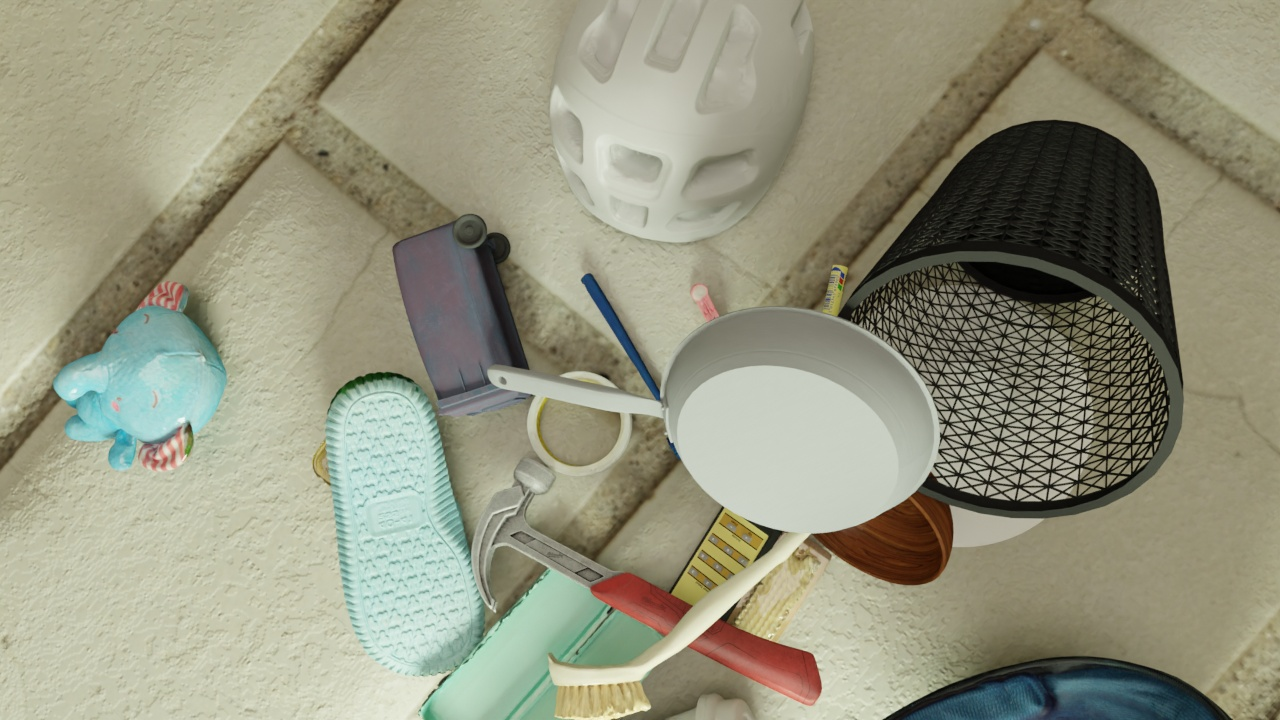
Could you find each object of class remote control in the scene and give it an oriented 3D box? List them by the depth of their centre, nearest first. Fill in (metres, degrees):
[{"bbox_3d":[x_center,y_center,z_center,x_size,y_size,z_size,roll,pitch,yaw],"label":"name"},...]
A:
[{"bbox_3d":[0.076,0.170,0.795,0.058,0.013,0.133,31,89,40],"label":"remote control"}]

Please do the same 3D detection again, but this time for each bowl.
[{"bbox_3d":[0.196,0.107,0.751,0.147,0.148,0.068,42,61,7],"label":"bowl"}]

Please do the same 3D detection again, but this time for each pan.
[{"bbox_3d":[0.034,0.043,0.681,0.357,0.050,0.201,6,129,20],"label":"pan"}]

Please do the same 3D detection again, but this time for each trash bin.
[{"bbox_3d":[0.278,-0.049,0.671,0.217,0.218,0.242,30,48,7],"label":"trash bin"},{"bbox_3d":[-0.149,-0.035,0.811,0.092,0.093,0.161,-18,86,4],"label":"trash bin"}]

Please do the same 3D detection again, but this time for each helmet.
[{"bbox_3d":[0.304,0.373,0.658,0.316,0.248,0.236,-20,113,3],"label":"helmet"},{"bbox_3d":[0.041,-0.255,0.806,0.224,0.184,0.281,26,68,3],"label":"helmet"}]

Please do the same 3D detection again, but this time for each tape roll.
[{"bbox_3d":[-0.055,0.057,0.829,0.094,0.019,0.094,0,85,6],"label":"tape roll"}]

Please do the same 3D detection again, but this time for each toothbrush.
[{"bbox_3d":[-0.005,0.005,0.830,0.017,0.016,0.190,-31,83,9],"label":"toothbrush"}]

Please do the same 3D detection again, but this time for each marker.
[{"bbox_3d":[0.163,-0.019,0.815,0.014,0.014,0.132,13,87,7],"label":"marker"}]

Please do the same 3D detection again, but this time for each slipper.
[{"bbox_3d":[-0.208,0.143,0.793,0.115,0.069,0.276,-13,102,-23],"label":"slipper"}]

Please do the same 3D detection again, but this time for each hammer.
[{"bbox_3d":[0.002,0.203,0.764,0.316,0.036,0.126,25,69,15],"label":"hammer"}]

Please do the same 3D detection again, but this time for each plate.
[{"bbox_3d":[0.275,0.046,0.790,0.229,0.030,0.229,0,85,6],"label":"plate"}]

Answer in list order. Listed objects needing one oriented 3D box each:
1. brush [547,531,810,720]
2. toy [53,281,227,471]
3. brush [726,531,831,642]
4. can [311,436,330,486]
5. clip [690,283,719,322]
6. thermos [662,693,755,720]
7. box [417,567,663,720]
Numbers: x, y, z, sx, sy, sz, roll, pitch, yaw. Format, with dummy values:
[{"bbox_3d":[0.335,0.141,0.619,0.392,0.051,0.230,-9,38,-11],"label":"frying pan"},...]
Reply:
[{"bbox_3d":[0.047,0.195,0.717,0.272,0.062,0.077,-32,89,-8],"label":"brush"},{"bbox_3d":[-0.471,0.020,0.837,0.181,0.114,0.183,-16,74,16],"label":"toy"},{"bbox_3d":[0.114,0.203,0.790,0.049,0.039,0.117,34,92,6],"label":"brush"},{"bbox_3d":[-0.245,0.072,0.828,0.054,0.059,0.100,34,90,7],"label":"can"},{"bbox_3d":[0.061,-0.045,0.818,0.023,0.044,0.060,-27,70,6],"label":"clip"},{"bbox_3d":[-0.007,0.362,0.754,0.222,0.131,0.131,-19,84,12],"label":"thermos"},{"bbox_3d":[-0.080,0.270,0.779,0.138,0.057,0.186,41,77,18],"label":"box"}]
